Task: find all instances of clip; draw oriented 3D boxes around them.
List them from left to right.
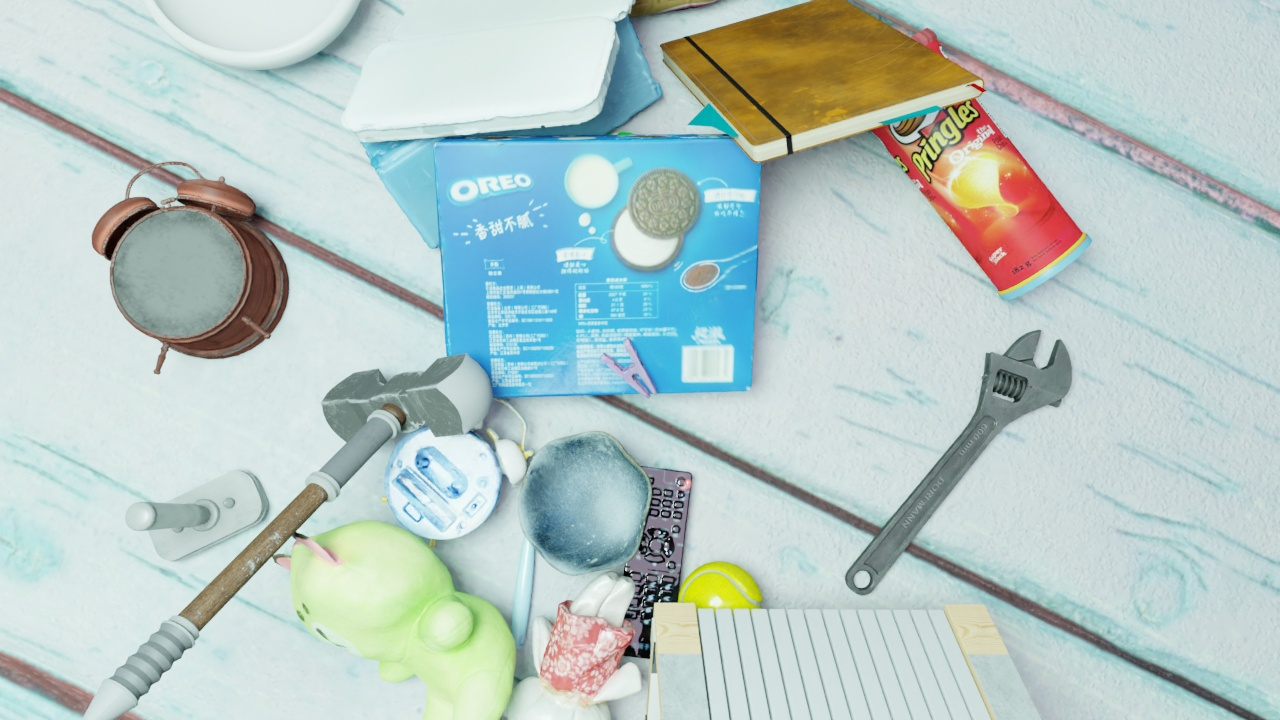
[{"bbox_3d":[-0.011,0.008,0.695,0.043,0.014,0.051,-12,111,1],"label":"clip"}]

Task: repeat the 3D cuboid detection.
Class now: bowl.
[{"bbox_3d":[-0.303,-0.311,0.734,0.176,0.066,0.176,0,86,-3],"label":"bowl"},{"bbox_3d":[-0.035,0.111,0.715,0.110,0.055,0.110,-4,79,21],"label":"bowl"}]

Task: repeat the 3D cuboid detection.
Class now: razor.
[{"bbox_3d":[-0.340,0.114,0.675,0.088,0.116,0.047,-26,82,-5],"label":"razor"}]

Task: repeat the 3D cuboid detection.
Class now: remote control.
[{"bbox_3d":[0.010,0.162,0.739,0.047,0.022,0.150,8,83,-2],"label":"remote control"}]

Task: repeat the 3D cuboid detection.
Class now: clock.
[{"bbox_3d":[-0.348,-0.076,0.711,0.120,0.072,0.157,-19,88,-4],"label":"clock"},{"bbox_3d":[-0.142,0.083,0.720,0.089,0.052,0.125,43,85,1],"label":"clock"}]

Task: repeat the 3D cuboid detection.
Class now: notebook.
[{"bbox_3d":[0.116,-0.214,0.683,0.178,0.249,0.014,-18,127,-5],"label":"notebook"}]

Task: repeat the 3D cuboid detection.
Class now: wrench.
[{"bbox_3d":[0.262,0.085,0.761,0.073,0.018,0.273,40,86,0],"label":"wrench"}]

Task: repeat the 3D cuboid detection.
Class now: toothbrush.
[{"bbox_3d":[-0.089,0.153,0.736,0.016,0.022,0.155,3,84,39],"label":"toothbrush"}]

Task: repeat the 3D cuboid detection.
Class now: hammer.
[{"bbox_3d":[-0.229,0.107,0.590,0.156,0.321,0.043,-8,120,33],"label":"hammer"}]

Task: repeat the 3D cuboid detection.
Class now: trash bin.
[{"bbox_3d":[0.131,0.275,0.647,0.247,0.142,0.143,1,120,-3],"label":"trash bin"}]

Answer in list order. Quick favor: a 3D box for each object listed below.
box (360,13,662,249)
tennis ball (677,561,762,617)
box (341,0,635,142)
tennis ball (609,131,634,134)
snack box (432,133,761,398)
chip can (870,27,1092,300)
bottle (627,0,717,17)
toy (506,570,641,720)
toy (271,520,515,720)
[{"bbox_3d":[-0.112,-0.208,0.753,0.231,0.094,0.111,-35,46,-4],"label":"box"},{"bbox_3d":[0.062,0.190,0.716,0.065,0.065,0.065,0,85,-3],"label":"tennis ball"},{"bbox_3d":[-0.107,-0.238,0.686,0.210,0.045,0.190,2,55,21],"label":"box"},{"bbox_3d":[-0.014,-0.150,0.738,0.065,0.065,0.065,0,85,-3],"label":"tennis ball"},{"bbox_3d":[-0.031,-0.071,0.700,0.239,0.056,0.196,-1,110,-3],"label":"snack box"},{"bbox_3d":[0.263,-0.157,0.745,0.087,0.087,0.213,-38,89,-5],"label":"chip can"},{"bbox_3d":[0.057,-0.325,0.759,0.166,0.060,0.059,-10,86,-5],"label":"bottle"},{"bbox_3d":[-0.054,0.253,0.694,0.159,0.084,0.194,17,91,15],"label":"toy"},{"bbox_3d":[-0.174,0.187,0.676,0.107,0.151,0.197,-38,88,-34],"label":"toy"}]
